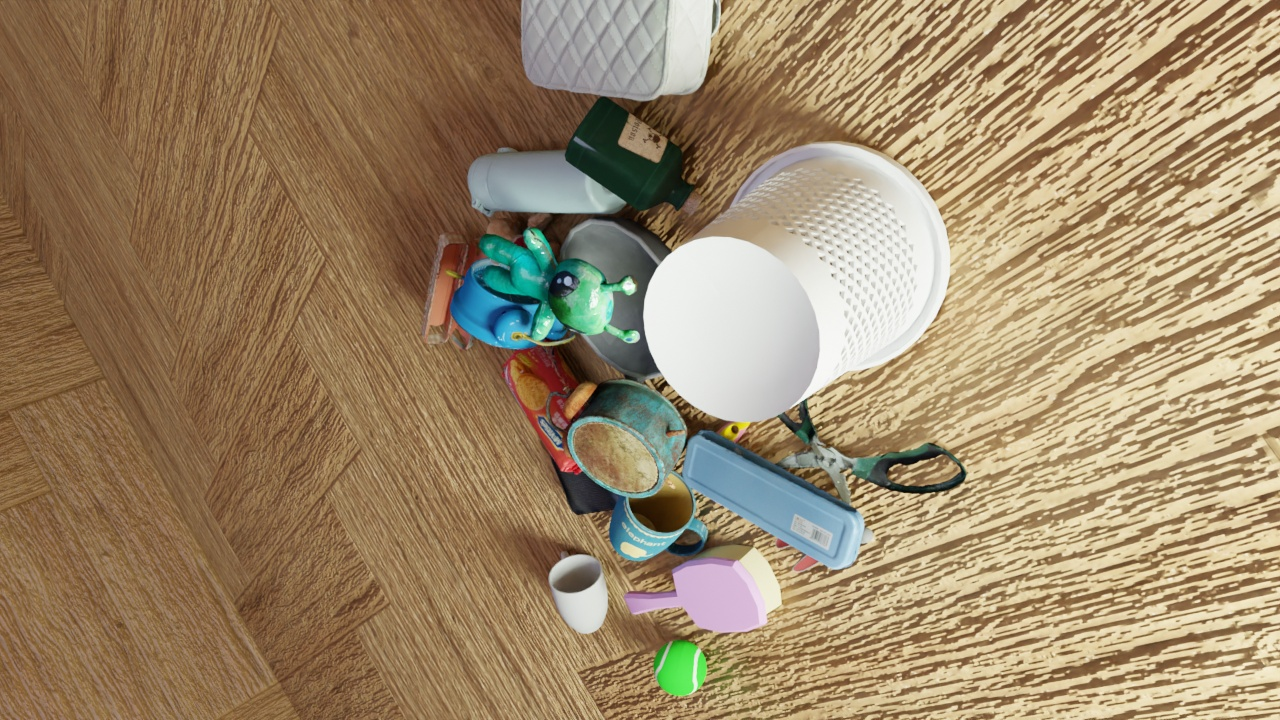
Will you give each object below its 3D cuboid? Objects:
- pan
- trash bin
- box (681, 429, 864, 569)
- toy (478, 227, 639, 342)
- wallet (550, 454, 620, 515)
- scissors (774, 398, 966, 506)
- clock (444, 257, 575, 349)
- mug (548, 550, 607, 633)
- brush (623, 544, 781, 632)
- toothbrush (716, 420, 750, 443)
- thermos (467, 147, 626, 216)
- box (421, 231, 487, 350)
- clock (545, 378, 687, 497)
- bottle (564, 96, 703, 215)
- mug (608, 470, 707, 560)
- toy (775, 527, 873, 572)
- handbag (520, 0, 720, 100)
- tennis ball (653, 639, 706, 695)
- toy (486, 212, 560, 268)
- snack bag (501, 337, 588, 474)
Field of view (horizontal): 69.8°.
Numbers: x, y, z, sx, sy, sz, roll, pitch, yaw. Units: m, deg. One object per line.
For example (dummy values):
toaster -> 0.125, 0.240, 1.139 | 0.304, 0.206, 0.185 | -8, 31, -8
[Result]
pan -> -0.006, 0.006, 1.002 | 0.179, 0.041, 0.358 | 26, 133, 36
trash bin -> 0.110, -0.053, 0.698 | 0.196, 0.199, 0.196 | 14, 117, 28
box -> 0.129, 0.133, 0.913 | 0.210, 0.037, 0.066 | 26, 114, 37
toy -> -0.086, -0.079, 0.945 | 0.193, 0.072, 0.131 | 24, 134, 25
wallet -> -0.065, 0.147, 1.146 | 0.115, 0.026, 0.089 | -21, 93, 49
scissors -> 0.184, 0.061, 0.839 | 0.202, 0.015, 0.202 | -14, 109, 47
clock -> -0.143, -0.059, 1.053 | 0.161, 0.116, 0.060 | 37, 121, 25
mug -> -0.084, 0.307, 1.233 | 0.107, 0.071, 0.089 | -128, 23, -56
brush -> 0.065, 0.268, 1.064 | 0.229, 0.043, 0.089 | -23, 94, 49
toothbrush -> 0.101, 0.067, 0.943 | 0.021, 0.016, 0.136 | 51, 140, 10
thermos -> -0.104, -0.190, 0.975 | 0.207, 0.065, 0.078 | 10, 80, 43
box -> -0.235, -0.085, 1.183 | 0.188, 0.085, 0.048 | 113, 152, -44
clock -> -0.028, 0.073, 0.976 | 0.158, 0.073, 0.121 | 21, 137, 15
bottle -> 0.000, -0.181, 0.859 | 0.131, 0.061, 0.061 | 34, 165, -5
mug -> 0.020, 0.189, 1.050 | 0.112, 0.084, 0.104 | 27, 141, -3
toy -> 0.182, 0.177, 0.905 | 0.049, 0.030, 0.112 | 55, 140, 1
handbag -> -0.021, -0.310, 0.822 | 0.195, 0.072, 0.139 | 21, 116, 38
tennis ball -> 0.048, 0.376, 1.123 | 0.065, 0.065, 0.065 | 23, 126, 36
toy -> -0.140, -0.140, 1.048 | 0.074, 0.085, 0.106 | 48, 173, -35
snack bag -> -0.099, 0.053, 1.086 | 0.176, 0.082, 0.083 | 56, 140, 19
